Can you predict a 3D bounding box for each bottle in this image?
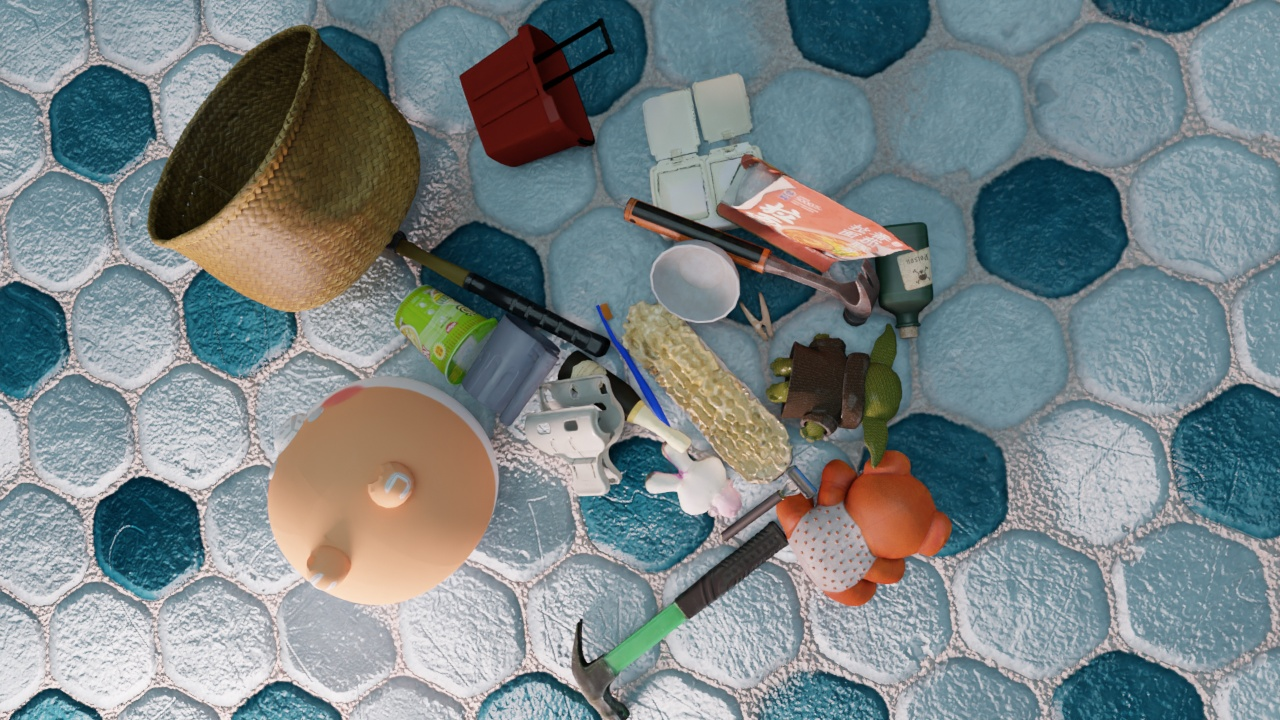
[{"bbox_3d":[0.310,-0.091,1.078,0.061,0.061,0.131,-5,87,11],"label":"bottle"},{"bbox_3d":[-0.017,0.055,1.132,0.184,0.045,0.045,34,94,12],"label":"bottle"}]

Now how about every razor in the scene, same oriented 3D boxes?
[{"bbox_3d":[0.148,0.175,1.095,0.043,0.022,0.145,51,122,6],"label":"razor"}]

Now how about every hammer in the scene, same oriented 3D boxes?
[{"bbox_3d":[0.048,0.306,1.127,0.319,0.032,0.130,-39,82,6],"label":"hammer"},{"bbox_3d":[-0.191,-0.088,1.148,0.333,0.118,0.025,27,95,4],"label":"hammer"},{"bbox_3d":[0.127,-0.127,1.070,0.314,0.138,0.035,23,77,10],"label":"hammer"}]

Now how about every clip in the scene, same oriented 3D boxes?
[{"bbox_3d":[-0.080,0.097,1.113,0.126,0.095,0.152,-8,93,43],"label":"clip"},{"bbox_3d":[0.151,-0.056,1.125,0.041,0.024,0.061,-37,91,9],"label":"clip"}]

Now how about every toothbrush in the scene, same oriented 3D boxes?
[{"bbox_3d":[-0.007,0.007,1.152,0.018,0.016,0.182,-31,83,2],"label":"toothbrush"}]

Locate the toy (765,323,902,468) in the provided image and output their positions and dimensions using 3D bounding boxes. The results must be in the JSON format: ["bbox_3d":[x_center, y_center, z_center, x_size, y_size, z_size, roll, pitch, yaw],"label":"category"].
[{"bbox_3d":[0.228,0.032,1.078,0.153,0.078,0.179,10,67,5],"label":"toy"}]

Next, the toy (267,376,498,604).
[{"bbox_3d":[-0.304,0.152,1.069,0.265,0.280,0.263,38,95,-11],"label":"toy"}]

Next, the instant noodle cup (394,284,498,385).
[{"bbox_3d":[-0.249,-0.038,1.161,0.108,0.099,0.099,35,94,17],"label":"instant noodle cup"}]

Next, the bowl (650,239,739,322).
[{"bbox_3d":[0.068,-0.098,1.071,0.106,0.039,0.106,11,130,13],"label":"bowl"}]

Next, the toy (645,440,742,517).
[{"bbox_3d":[0.069,0.151,1.124,0.122,0.038,0.079,30,81,10],"label":"toy"}]

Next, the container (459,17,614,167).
[{"bbox_3d":[-0.105,-0.334,1.124,0.201,0.127,0.148,-21,85,18],"label":"container"}]

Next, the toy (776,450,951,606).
[{"bbox_3d":[0.261,0.191,1.069,0.173,0.092,0.163,-35,80,19],"label":"toy"}]

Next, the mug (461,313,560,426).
[{"bbox_3d":[-0.154,0.014,1.129,0.083,0.124,0.104,32,96,-34],"label":"mug"}]

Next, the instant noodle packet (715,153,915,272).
[{"bbox_3d":[0.193,-0.162,1.000,0.164,0.221,0.084,27,92,-13],"label":"instant noodle packet"}]

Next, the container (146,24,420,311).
[{"bbox_3d":[-0.415,-0.213,1.093,0.308,0.196,0.306,-22,50,28],"label":"container"}]

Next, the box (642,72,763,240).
[{"bbox_3d":[0.078,-0.248,1.129,0.143,0.050,0.184,-11,88,9],"label":"box"}]

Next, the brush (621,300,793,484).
[{"bbox_3d":[0.081,0.037,1.115,0.083,0.056,0.271,-41,83,3],"label":"brush"}]
